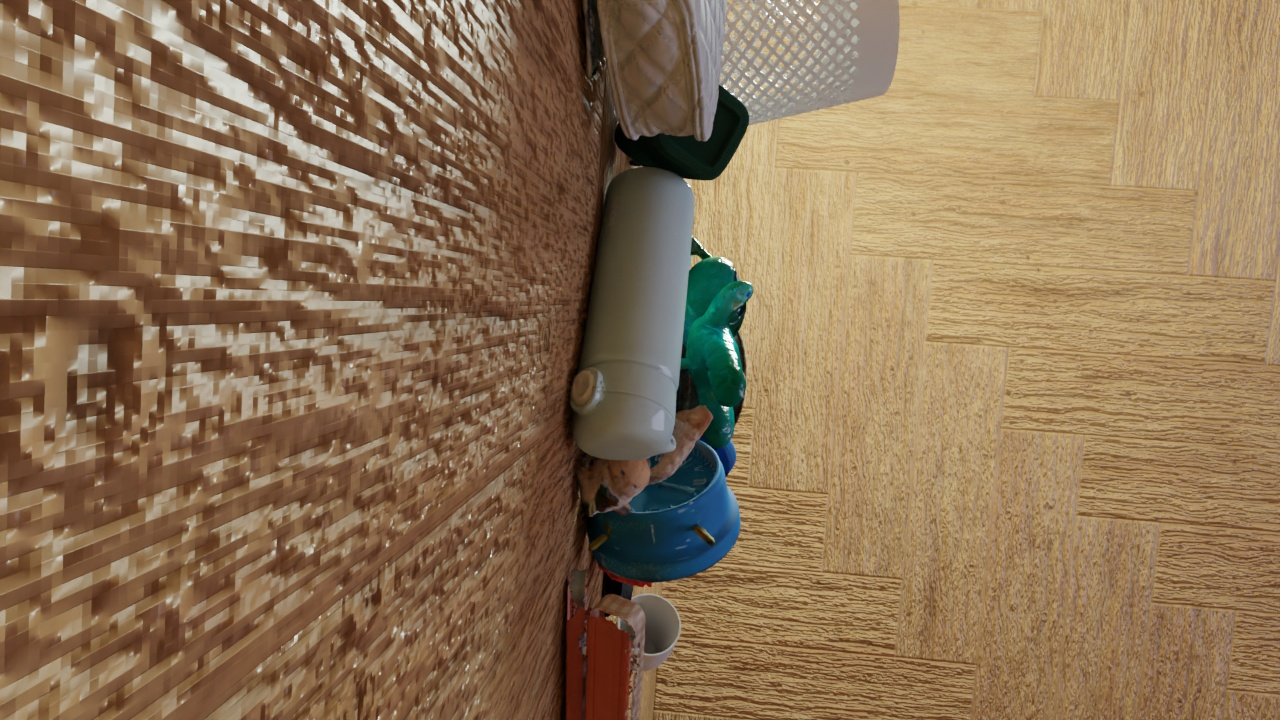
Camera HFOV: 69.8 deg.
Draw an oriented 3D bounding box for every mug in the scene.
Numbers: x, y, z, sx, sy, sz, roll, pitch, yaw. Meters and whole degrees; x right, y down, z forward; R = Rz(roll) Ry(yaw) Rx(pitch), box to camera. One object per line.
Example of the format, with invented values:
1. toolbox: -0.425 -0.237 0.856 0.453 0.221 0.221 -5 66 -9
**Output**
1. mug: -0.006 0.330 1.042 0.107 0.071 0.090 -48 163 -34

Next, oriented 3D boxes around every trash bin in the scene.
1. trash bin: 0.119 -0.300 0.843 0.195 0.199 0.195 118 -34 -90

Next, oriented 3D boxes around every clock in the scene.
1. clock: 0.015 0.097 0.702 0.161 0.117 0.060 -81 161 -59
2. clock: 0.052 0.026 0.875 0.157 0.073 0.121 -111 -153 -52

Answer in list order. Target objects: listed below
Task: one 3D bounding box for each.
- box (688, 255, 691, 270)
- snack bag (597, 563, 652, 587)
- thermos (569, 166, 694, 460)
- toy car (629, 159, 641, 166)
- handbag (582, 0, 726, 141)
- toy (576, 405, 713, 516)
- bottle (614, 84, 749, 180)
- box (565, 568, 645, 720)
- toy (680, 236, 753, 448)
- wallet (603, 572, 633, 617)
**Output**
1. box: 0.027 -0.089 1.011 0.066 0.037 0.209 72 20 -43
2. snack bag: 0.009 0.138 0.820 0.176 0.082 0.082 -47 141 -71
3. thermos: -0.003 -0.032 0.613 0.078 0.065 0.206 35 50 -39
4. toy car: 0.012 -0.197 0.838 0.092 0.037 0.040 -68 162 -77
5. handbag: 0.010 -0.234 0.556 0.139 0.072 0.194 77 17 -48
6. toy: -0.014 0.060 0.635 0.074 0.085 0.105 -33 -158 55
7. bottle: 0.021 -0.171 0.676 0.061 0.061 0.131 -61 -156 2
8. box: -0.032 0.233 0.630 0.048 0.085 0.187 -24 127 -47
9. toy: 0.050 -0.021 0.715 0.193 0.072 0.131 -94 -169 -49
10. wallet: -0.018 0.196 0.918 0.089 0.026 0.115 58 36 -81
